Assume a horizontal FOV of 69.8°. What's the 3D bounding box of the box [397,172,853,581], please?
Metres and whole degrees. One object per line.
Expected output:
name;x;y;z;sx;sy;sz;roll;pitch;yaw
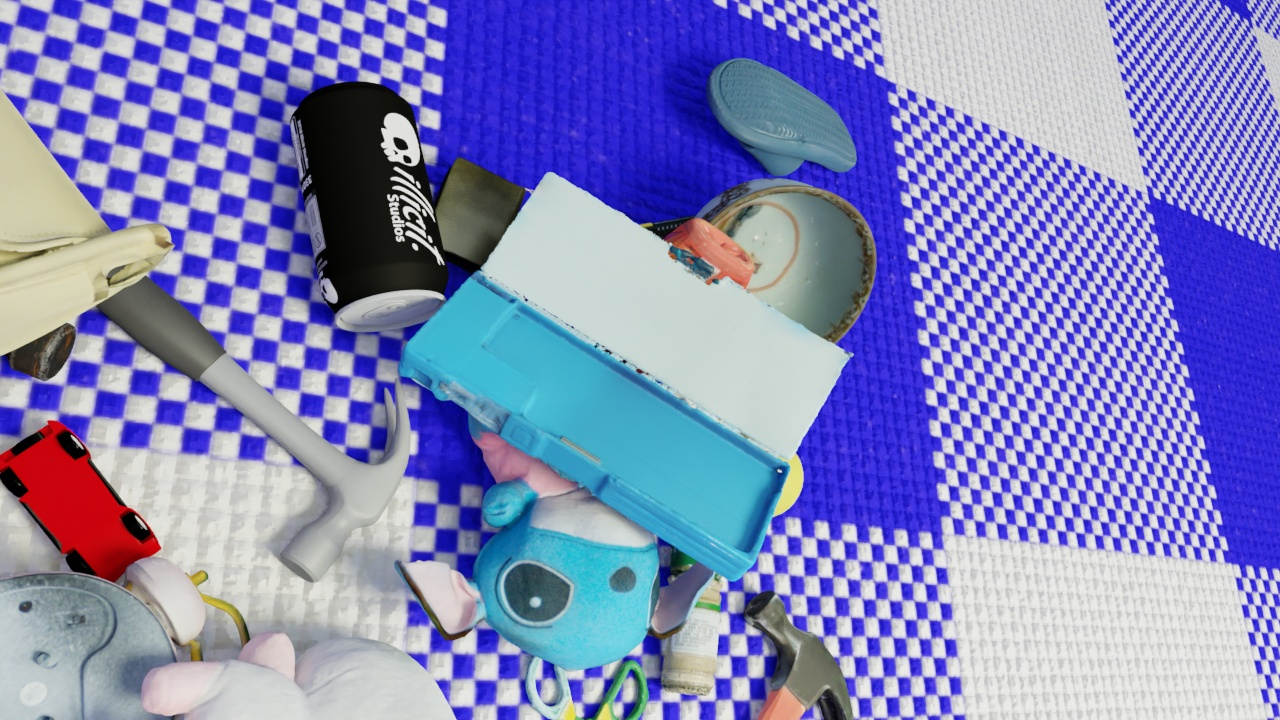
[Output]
box;-0.006;0.008;0.594;0.243;0.060;0.175;32;64;0

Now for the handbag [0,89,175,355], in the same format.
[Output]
handbag;-0.369;-0.099;0.436;0.233;0.089;0.190;48;52;7

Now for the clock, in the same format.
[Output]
clock;-0.270;0.156;0.443;0.157;0.059;0.117;-4;88;-35

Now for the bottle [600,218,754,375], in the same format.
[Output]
bottle;0.020;-0.036;0.669;0.071;0.134;0.048;32;24;-19

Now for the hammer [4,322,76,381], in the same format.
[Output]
hammer;-0.401;0.098;0.408;0.120;0.033;0.329;24;62;-13

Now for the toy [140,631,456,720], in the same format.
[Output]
toy;-0.167;0.199;0.460;0.179;0.102;0.138;36;36;-41

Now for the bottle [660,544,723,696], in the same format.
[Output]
bottle;0.037;0.181;0.656;0.042;0.043;0.109;18;64;-27

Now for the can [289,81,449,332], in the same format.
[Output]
can;-0.175;-0.098;0.595;0.080;0.080;0.146;-7;77;-35

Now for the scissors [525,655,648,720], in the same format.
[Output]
scissors;-0.044;0.241;0.599;0.123;0.012;0.126;45;54;-10

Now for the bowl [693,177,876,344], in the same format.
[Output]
bowl;0.097;-0.081;0.744;0.159;0.160;0.093;23;22;-24

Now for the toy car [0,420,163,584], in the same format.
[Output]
toy car;-0.297;0.077;0.485;0.038;0.025;0.089;-38;91;-18

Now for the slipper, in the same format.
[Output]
slipper;0.128;-0.219;0.853;0.213;0.059;0.103;0;64;-48

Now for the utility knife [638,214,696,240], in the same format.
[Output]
utility knife;0.025;-0.105;0.767;0.174;0.020;0.029;-19;86;-37

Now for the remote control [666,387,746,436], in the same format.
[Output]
remote control;0.054;0.043;0.725;0.133;0.022;0.050;-5;55;-34

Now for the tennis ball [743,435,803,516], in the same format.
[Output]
tennis ball;0.093;0.089;0.710;0.065;0.065;0.065;12;67;-29

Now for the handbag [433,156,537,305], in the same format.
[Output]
handbag;-0.070;-0.079;0.684;0.178;0.028;0.084;24;69;-21

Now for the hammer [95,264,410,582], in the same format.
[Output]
hammer;-0.267;-0.014;0.538;0.311;0.030;0.124;44;56;-12

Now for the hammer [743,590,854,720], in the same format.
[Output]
hammer;0.044;0.322;0.618;0.133;0.033;0.332;51;55;-8

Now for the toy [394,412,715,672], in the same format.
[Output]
toy;-0.057;0.101;0.592;0.223;0.099;0.191;5;64;-32
